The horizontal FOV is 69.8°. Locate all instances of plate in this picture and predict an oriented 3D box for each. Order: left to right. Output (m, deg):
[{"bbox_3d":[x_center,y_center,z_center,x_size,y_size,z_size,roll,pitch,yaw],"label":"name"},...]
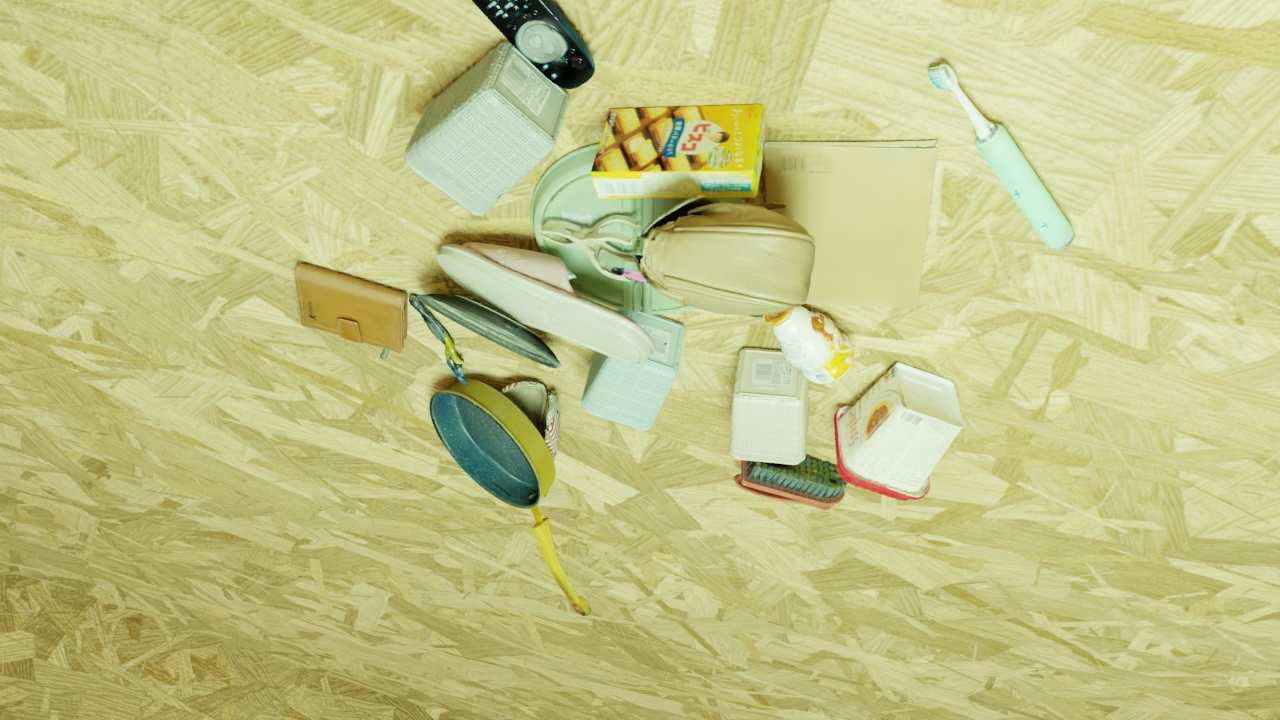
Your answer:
[{"bbox_3d":[-0.167,-0.040,1.037,0.179,0.024,0.179,27,173,3],"label":"plate"},{"bbox_3d":[-0.001,-0.122,0.923,0.230,0.027,0.231,8,143,6],"label":"plate"}]

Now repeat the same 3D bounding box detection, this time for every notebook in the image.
[{"bbox_3d":[0.195,-0.123,0.874,0.150,0.012,0.212,4,143,14],"label":"notebook"}]

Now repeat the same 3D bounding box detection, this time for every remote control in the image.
[{"bbox_3d":[-0.089,-0.277,0.743,0.053,0.024,0.136,-20,134,35],"label":"remote control"}]

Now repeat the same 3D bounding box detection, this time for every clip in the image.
[{"bbox_3d":[-0.039,-0.120,0.886,0.099,0.035,0.099,33,144,-14],"label":"clip"}]

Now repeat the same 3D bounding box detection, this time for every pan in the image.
[{"bbox_3d":[-0.158,0.182,1.215,0.357,0.078,0.198,52,147,-9],"label":"pan"}]

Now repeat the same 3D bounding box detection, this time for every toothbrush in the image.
[{"bbox_3d":[0.052,-0.068,0.921,0.189,0.017,0.014,11,139,-32],"label":"toothbrush"},{"bbox_3d":[0.305,-0.167,0.768,0.224,0.026,0.027,39,158,-31],"label":"toothbrush"}]

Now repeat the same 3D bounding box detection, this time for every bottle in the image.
[{"bbox_3d":[0.177,-0.023,0.970,0.063,0.063,0.108,-22,132,38],"label":"bottle"}]

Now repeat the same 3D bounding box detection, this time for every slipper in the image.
[{"bbox_3d":[-0.099,-0.070,0.956,0.274,0.054,0.114,23,161,26],"label":"slipper"}]

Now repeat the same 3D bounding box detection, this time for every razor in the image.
[{"bbox_3d":[-0.246,-0.031,1.126,0.042,0.022,0.143,42,162,42],"label":"razor"}]

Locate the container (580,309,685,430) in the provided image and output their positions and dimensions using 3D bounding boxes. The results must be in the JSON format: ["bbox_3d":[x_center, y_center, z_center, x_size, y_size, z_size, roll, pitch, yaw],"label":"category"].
[{"bbox_3d":[-0.006,0.006,1.046,0.090,0.090,0.112,18,141,-7],"label":"container"}]

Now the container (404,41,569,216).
[{"bbox_3d":[-0.130,-0.204,0.802,0.090,0.090,0.115,36,135,-29],"label":"container"}]

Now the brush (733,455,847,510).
[{"bbox_3d":[0.200,0.159,1.208,0.146,0.063,0.069,17,132,-8],"label":"brush"}]

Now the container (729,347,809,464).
[{"bbox_3d":[0.150,0.050,1.057,0.090,0.090,0.111,5,140,11],"label":"container"}]

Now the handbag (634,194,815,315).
[{"bbox_3d":[0.074,-0.089,0.790,0.148,0.100,0.204,8,-178,3],"label":"handbag"}]

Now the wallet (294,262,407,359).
[{"bbox_3d":[-0.348,-0.059,1.113,0.130,0.035,0.119,16,138,-3],"label":"wallet"}]

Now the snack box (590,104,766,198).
[{"bbox_3d":[0.034,-0.179,0.785,0.140,0.086,0.034,4,143,13],"label":"snack box"}]

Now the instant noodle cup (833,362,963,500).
[{"bbox_3d":[0.294,0.078,1.038,0.116,0.116,0.124,19,132,-9],"label":"instant noodle cup"}]

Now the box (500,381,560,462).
[{"bbox_3d":[-0.149,0.093,1.212,0.085,0.075,0.162,8,146,-2],"label":"box"}]
